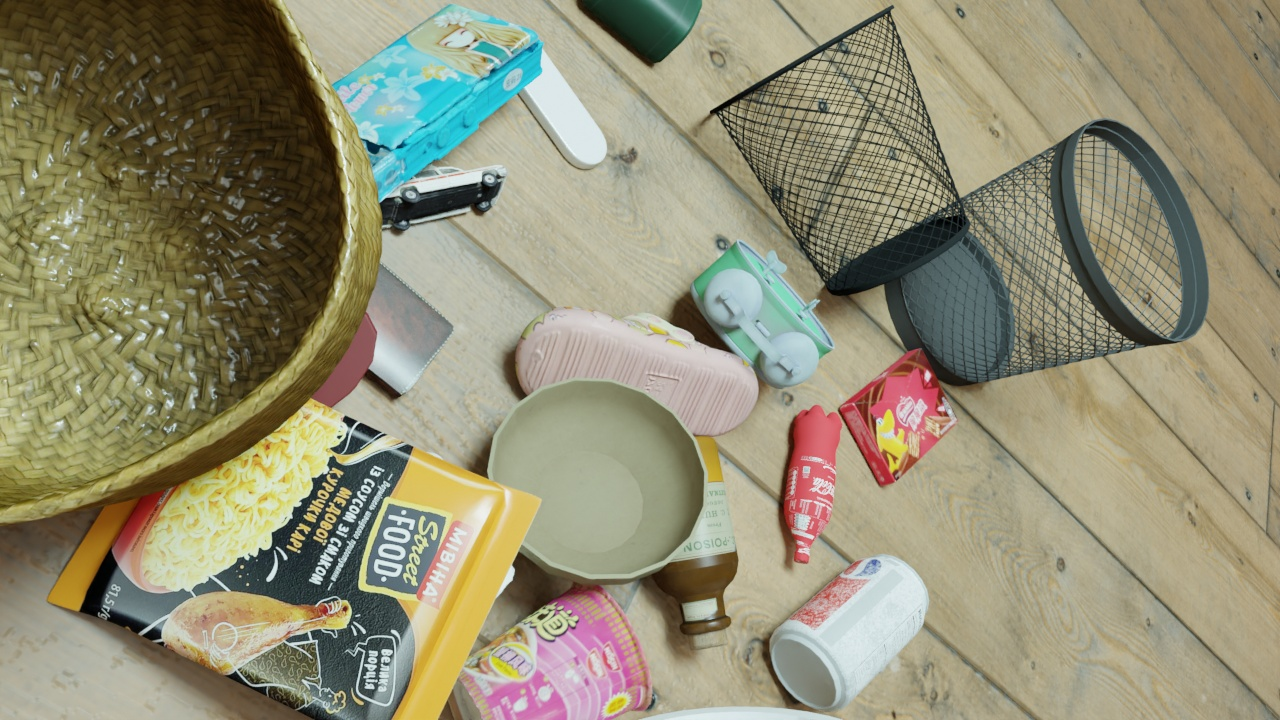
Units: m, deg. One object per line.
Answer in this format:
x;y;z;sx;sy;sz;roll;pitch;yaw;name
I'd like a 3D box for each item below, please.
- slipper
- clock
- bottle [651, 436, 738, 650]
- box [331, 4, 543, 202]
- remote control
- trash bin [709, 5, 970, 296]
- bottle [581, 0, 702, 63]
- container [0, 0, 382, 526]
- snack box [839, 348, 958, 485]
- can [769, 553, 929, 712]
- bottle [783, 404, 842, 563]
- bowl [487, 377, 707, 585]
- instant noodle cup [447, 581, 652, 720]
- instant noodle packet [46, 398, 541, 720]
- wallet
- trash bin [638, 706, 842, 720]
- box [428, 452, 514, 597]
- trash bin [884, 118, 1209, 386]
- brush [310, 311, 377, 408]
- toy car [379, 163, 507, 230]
-0.004;0.004;0.719;0.197;0.093;0.081;16;29;-20;slipper
0.103;-0.037;0.756;0.122;0.075;0.161;47;16;-5;clock
0.039;0.141;0.704;0.067;0.068;0.157;-2;76;-35;bottle
-0.169;-0.186;0.660;0.094;0.041;0.226;26;53;18;box
-0.077;-0.223;0.778;0.043;0.013;0.136;-43;100;-36;remote control
0.196;-0.186;0.861;0.183;0.185;0.210;-38;103;-37;trash bin
-0.013;-0.338;0.830;0.131;0.061;0.061;34;56;-22;bottle
-0.283;-0.072;0.425;0.306;0.197;0.307;1;85;-11;container
0.260;0.054;0.916;0.132;0.021;0.089;-31;94;-37;snack box
0.176;0.224;0.766;0.135;0.078;0.078;-27;91;-38;can
0.150;0.109;0.809;0.042;0.042;0.141;26;62;-26;bottle
-0.032;0.089;0.641;0.152;0.051;0.152;7;55;-11;bowl
-0.064;0.210;0.599;0.108;0.098;0.097;-22;88;-30;instant noodle cup
-0.189;0.105;0.516;0.221;0.032;0.159;24;73;3;instant noodle packet
-0.194;-0.037;0.630;0.123;0.020;0.072;42;56;-16;wallet
0.067;0.354;0.593;0.195;0.196;0.199;1;84;-35;trash bin
-0.145;0.146;0.566;0.140;0.084;0.141;56;41;-8;box
0.399;-0.092;0.931;0.217;0.228;0.217;12;68;-32;trash bin
-0.245;-0.041;0.568;0.173;0.042;0.082;43;84;-16;brush
-0.155;-0.126;0.679;0.112;0.039;0.039;-22;68;-38;toy car
